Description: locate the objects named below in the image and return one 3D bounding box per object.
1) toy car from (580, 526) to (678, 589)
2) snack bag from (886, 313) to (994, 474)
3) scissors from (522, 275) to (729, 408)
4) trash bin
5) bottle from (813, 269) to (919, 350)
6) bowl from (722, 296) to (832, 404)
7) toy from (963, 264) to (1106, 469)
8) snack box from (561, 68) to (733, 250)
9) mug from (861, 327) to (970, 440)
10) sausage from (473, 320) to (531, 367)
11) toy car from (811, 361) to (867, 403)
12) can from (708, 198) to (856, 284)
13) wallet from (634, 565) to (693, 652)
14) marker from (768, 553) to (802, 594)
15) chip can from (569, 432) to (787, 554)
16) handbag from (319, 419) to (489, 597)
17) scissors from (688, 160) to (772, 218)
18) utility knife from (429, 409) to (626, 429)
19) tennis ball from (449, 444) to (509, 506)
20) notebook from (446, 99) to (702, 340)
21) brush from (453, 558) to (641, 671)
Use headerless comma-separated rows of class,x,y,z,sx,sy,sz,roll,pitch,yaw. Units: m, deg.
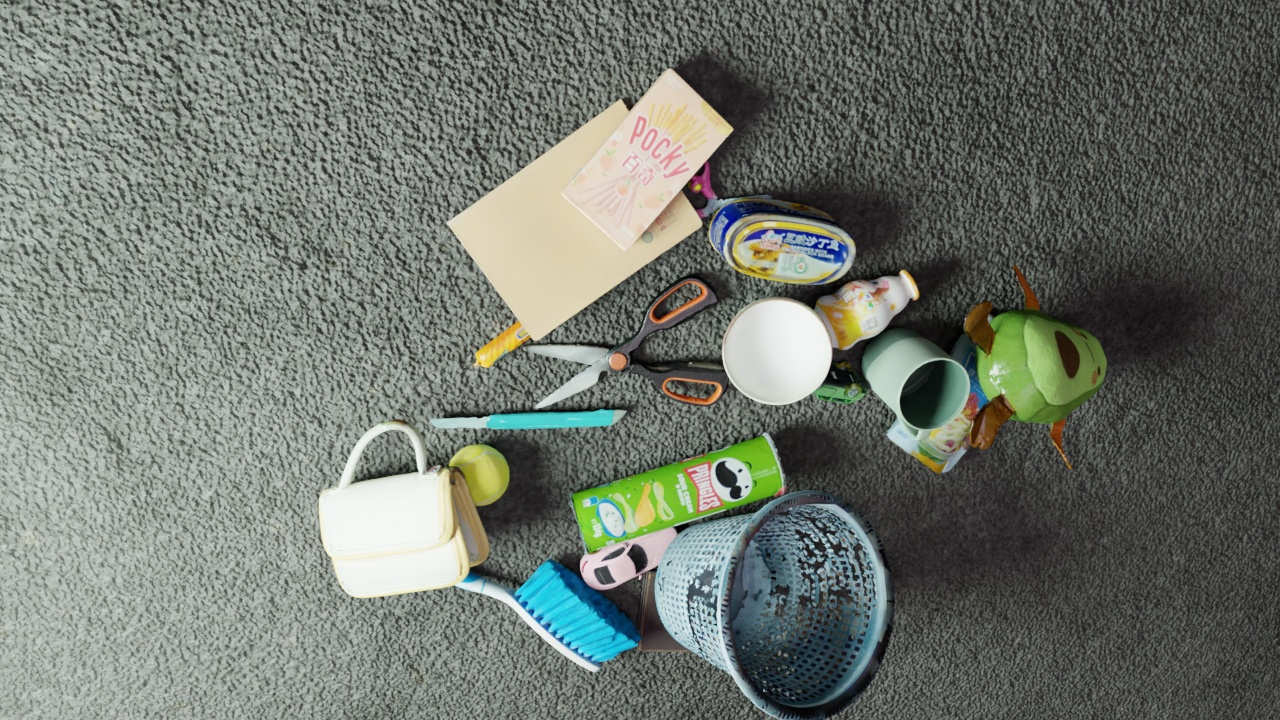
toy car,-0.011,0.227,1.067,0.122,0.037,0.056,-25,116,-1
snack bag,0.378,0.038,1.067,0.110,0.039,0.191,34,99,-17
scissors,-0.003,-0.012,0.979,0.221,0.021,0.222,25,103,-14
trash bin,0.124,0.254,0.995,0.226,0.195,0.226,4,82,-30
bottle,0.242,-0.057,0.982,0.108,0.063,0.063,-27,115,1
bowl,0.145,-0.015,0.973,0.113,0.062,0.113,2,103,9
toy,0.425,0.006,0.987,0.246,0.090,0.227,-6,86,-40
snack box,0.006,-0.191,0.879,0.084,0.026,0.157,40,97,-13
mug,0.297,0.029,1.006,0.082,0.106,0.112,-11,114,-8
sausage,-0.105,-0.042,0.941,0.165,0.021,0.021,-35,115,5
toy car,0.208,0.023,1.020,0.091,0.043,0.036,14,132,-25
can,0.146,-0.120,0.937,0.148,0.049,0.075,6,116,-19
wallet,0.046,0.306,1.121,0.096,0.020,0.122,3,113,-8
marker,0.145,0.287,1.133,0.132,0.020,0.022,-44,97,8
chip can,0.041,0.149,1.025,0.236,0.072,0.072,-17,115,-4
handbag,-0.256,0.151,0.942,0.164,0.063,0.179,-11,103,19
scissors,0.067,-0.153,0.934,0.128,0.017,0.133,-42,117,6
utility knife,-0.119,0.063,0.985,0.209,0.013,0.029,-1,140,-12
tennis ball,-0.172,0.122,0.973,0.065,0.065,0.065,-4,113,-10
notebook,-0.063,-0.135,0.905,0.208,0.008,0.148,-35,104,4
brush,-0.140,0.263,1.049,0.109,0.060,0.314,-41,111,11
